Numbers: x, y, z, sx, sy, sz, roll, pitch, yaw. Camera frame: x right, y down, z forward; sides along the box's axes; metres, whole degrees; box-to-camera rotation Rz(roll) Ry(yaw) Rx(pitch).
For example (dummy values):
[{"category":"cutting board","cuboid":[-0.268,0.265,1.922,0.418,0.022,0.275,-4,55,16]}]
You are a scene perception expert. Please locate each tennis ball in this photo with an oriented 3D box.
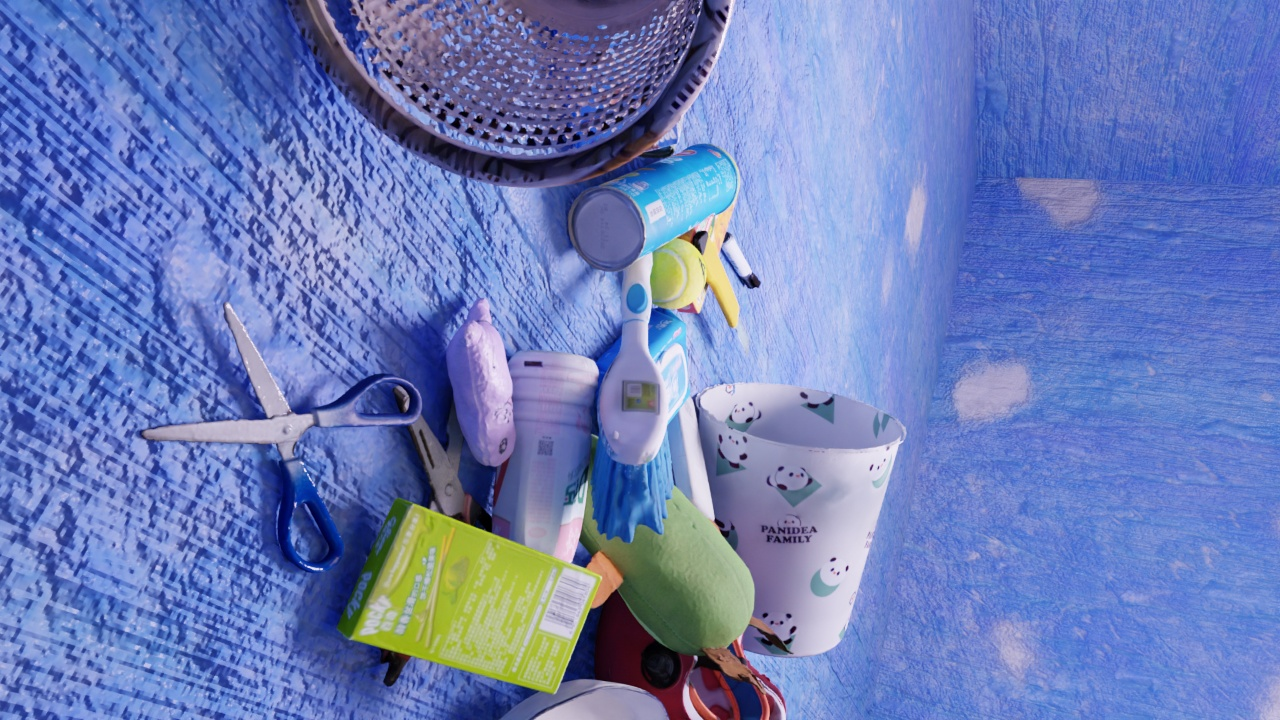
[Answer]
[{"category":"tennis ball","cuboid":[0.028,-0.080,0.848,0.065,0.065,0.065,-29,122,-60]}]

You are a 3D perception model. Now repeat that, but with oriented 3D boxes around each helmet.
[{"category":"helmet","cuboid":[0.028,0.285,0.862,0.240,0.144,0.206,69,17,9]}]

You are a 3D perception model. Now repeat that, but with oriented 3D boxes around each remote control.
[{"category":"remote control","cuboid":[0.044,0.087,0.908,0.058,0.021,0.149,52,23,-49]}]

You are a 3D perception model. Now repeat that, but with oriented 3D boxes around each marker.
[{"category":"marker","cuboid":[0.117,-0.117,1.081,0.130,0.023,0.018,44,63,-61]}]

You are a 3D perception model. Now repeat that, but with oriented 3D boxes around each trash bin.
[{"category":"trash bin","cuboid":[0.160,0.176,1.039,0.229,0.230,0.252,-23,124,-62]},{"category":"trash bin","cuboid":[-0.049,-0.235,0.496,0.191,0.228,0.228,-69,154,-54]}]

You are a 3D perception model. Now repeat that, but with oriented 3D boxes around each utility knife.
[{"category":"utility knife","cuboid":[0.088,-0.065,0.972,0.219,0.015,0.033,58,44,-52]}]

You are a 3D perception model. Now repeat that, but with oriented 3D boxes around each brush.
[{"category":"brush","cuboid":[-0.004,0.004,0.720,0.313,0.060,0.110,-89,180,-63]}]

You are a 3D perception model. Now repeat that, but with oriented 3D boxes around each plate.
[{"category":"plate","cuboid":[-0.062,0.339,0.710,0.204,0.046,0.205,-12,111,-34]}]

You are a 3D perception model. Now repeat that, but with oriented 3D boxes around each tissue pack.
[{"category":"tissue pack","cuboid":[0.006,0.017,0.844,0.156,0.052,0.095,-49,139,-50]}]

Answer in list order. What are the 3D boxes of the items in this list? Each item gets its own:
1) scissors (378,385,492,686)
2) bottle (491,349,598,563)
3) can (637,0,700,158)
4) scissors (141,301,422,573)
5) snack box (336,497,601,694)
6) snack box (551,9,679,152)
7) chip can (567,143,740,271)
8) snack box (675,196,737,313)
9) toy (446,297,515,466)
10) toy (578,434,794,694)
[{"category":"scissors","cuboid":[-0.129,0.107,0.622,0.189,0.015,0.225,41,58,-62]},{"category":"bottle","cuboid":[-0.072,0.094,0.659,0.068,0.068,0.196,25,69,-64]},{"category":"can","cuboid":[0.015,-0.251,0.780,0.058,0.058,0.146,20,79,-65]},{"category":"scissors","cuboid":[-0.180,0.042,0.490,0.162,0.012,0.176,-30,127,-49]},{"category":"snack box","cuboid":[-0.102,0.152,0.581,0.156,0.026,0.085,30,77,-35]},{"category":"snack box","cuboid":[-0.021,-0.232,0.690,0.084,0.026,0.157,-18,122,-16]},{"category":"chip can","cuboid":[0.018,-0.138,0.804,0.209,0.071,0.071,-38,131,-55]},{"category":"snack box","cuboid":[0.061,-0.134,0.947,0.077,0.027,0.155,59,45,-55]},{"category":"toy","cuboid":[-0.103,0.017,0.603,0.083,0.039,0.108,-94,177,-70]},{"category":"toy","cuboid":[0.021,0.162,0.739,0.090,0.246,0.226,-50,161,18]}]
